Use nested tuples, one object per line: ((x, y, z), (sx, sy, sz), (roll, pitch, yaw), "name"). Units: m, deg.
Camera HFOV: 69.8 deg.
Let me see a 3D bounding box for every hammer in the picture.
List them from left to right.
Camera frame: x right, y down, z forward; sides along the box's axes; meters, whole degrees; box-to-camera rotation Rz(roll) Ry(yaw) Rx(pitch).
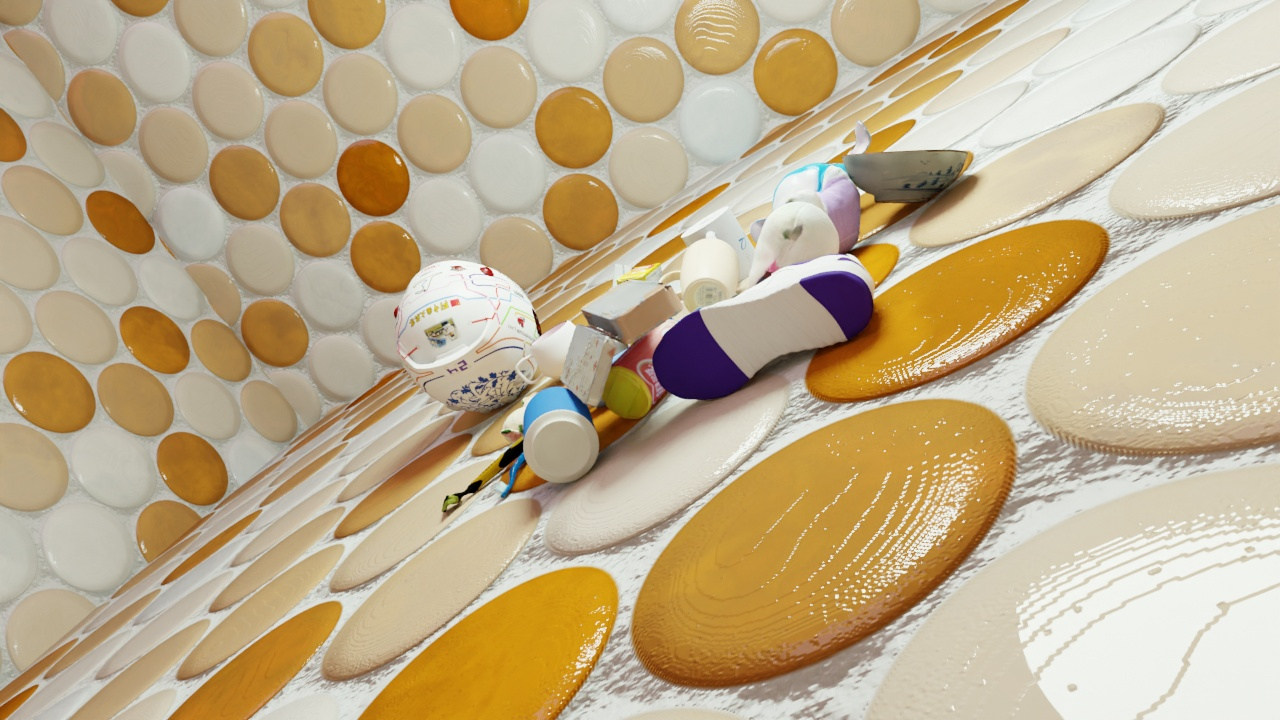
((-0.046, -0.075, 1.487), (0.035, 0.139, 0.312), (6, -1, -7), "hammer")

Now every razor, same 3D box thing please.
((-0.196, 0.143, 1.170), (0.144, 0.021, 0.044), (-41, 4, -8), "razor")

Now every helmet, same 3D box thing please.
((-0.285, -0.027, 1.571), (0.231, 0.236, 0.314), (-24, -19, 7), "helmet")

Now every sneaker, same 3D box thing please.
((0.124, -0.043, 0.922), (0.245, 0.092, 0.110), (-22, 15, 31), "sneaker")

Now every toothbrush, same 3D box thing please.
((-0.151, 0.131, 1.121), (0.021, 0.016, 0.132), (-50, 5, 23), "toothbrush")

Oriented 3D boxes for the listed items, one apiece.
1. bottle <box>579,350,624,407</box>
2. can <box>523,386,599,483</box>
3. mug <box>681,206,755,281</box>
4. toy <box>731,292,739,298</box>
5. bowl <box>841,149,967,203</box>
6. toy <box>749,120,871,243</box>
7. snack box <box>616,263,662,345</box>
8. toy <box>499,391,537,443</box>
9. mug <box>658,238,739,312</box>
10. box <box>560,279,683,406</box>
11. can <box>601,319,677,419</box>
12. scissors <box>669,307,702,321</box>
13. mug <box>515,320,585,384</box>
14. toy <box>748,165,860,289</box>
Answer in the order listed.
((-0.048, 0.031, 1.162), (0.131, 0.048, 0.048), (-31, 13, 15), "bottle")
((-0.090, 0.079, 1.015), (0.079, 0.079, 0.146), (-34, 12, 0), "can")
((0.120, -0.161, 1.353), (0.083, 0.096, 0.119), (-31, 13, 13), "mug")
((0.112, -0.031, 1.000), (0.066, 0.050, 0.102), (-36, -26, 24), "toy")
((0.317, -0.220, 1.108), (0.151, 0.057, 0.150), (0, 6, 0), "bowl")
((0.239, -0.216, 1.258), (0.225, 0.099, 0.190), (-43, 12, 31), "toy")
((0.008, -0.083, 1.287), (0.042, 0.092, 0.200), (-10, 9, 9), "snack box")
((-0.145, 0.079, 1.227), (0.087, 0.050, 0.112), (-26, 8, 9), "toy")
((0.079, -0.105, 1.255), (0.111, 0.085, 0.104), (-8, 30, 12), "mug")
((-0.035, -0.027, 1.006), (0.157, 0.071, 0.216), (-60, 14, 0), "box")
((0.010, 0.008, 1.058), (0.067, 0.067, 0.124), (-22, 17, 44), "can")
((0.049, -0.042, 1.110), (0.126, 0.130, 0.014), (128, 154, -64), "scissors")
((-0.139, -0.003, 1.464), (0.124, 0.076, 0.090), (-33, 12, 5), "mug")
((0.197, -0.135, 1.069), (0.208, 0.085, 0.138), (-42, -27, -47), "toy")
